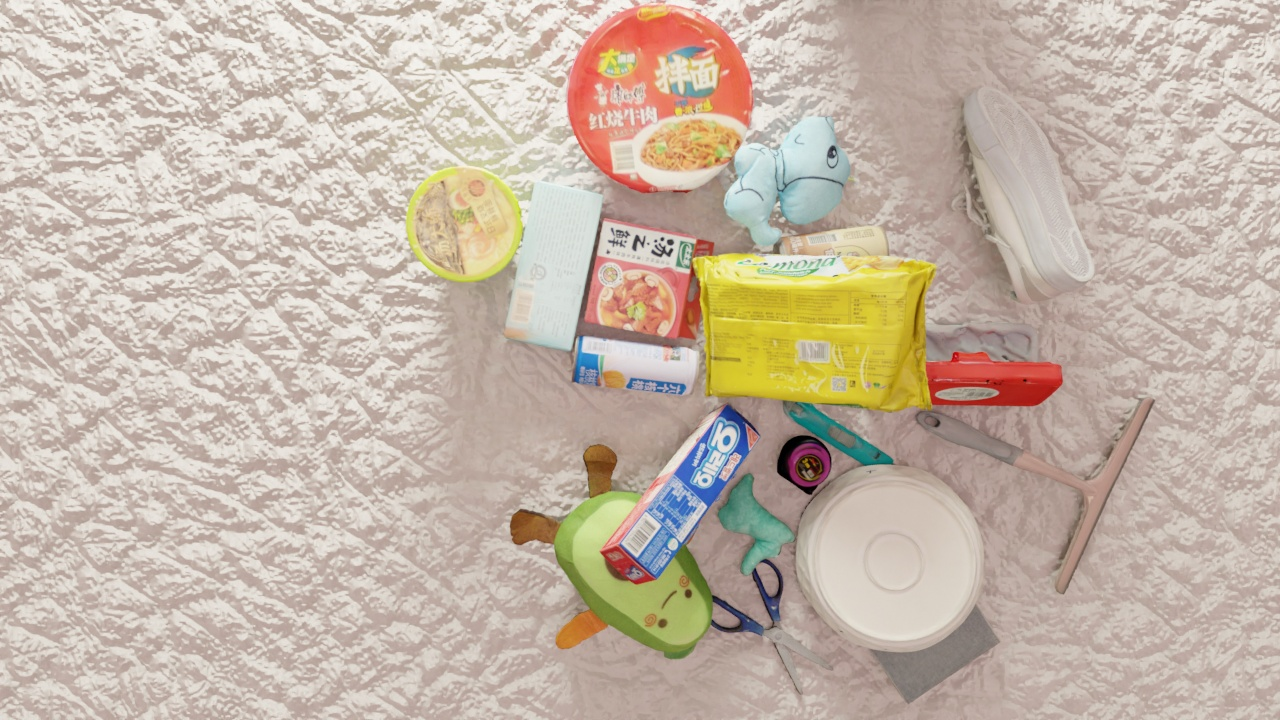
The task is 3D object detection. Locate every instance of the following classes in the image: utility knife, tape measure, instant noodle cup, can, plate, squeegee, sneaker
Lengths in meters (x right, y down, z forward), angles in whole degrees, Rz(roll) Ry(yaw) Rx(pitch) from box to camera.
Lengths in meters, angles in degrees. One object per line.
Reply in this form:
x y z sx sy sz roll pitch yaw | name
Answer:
0.236 0.092 1.031 0.187 0.013 0.029 32 99 -5 | utility knife
0.182 0.112 1.019 0.057 0.039 0.058 32 97 -5 | tape measure
0.018 -0.270 0.970 0.194 0.066 0.194 0 93 -3 | instant noodle cup
-0.006 0.006 0.994 0.134 0.053 0.053 7 94 -3 | can
0.273 0.217 1.001 0.205 0.045 0.205 -1 86 7 | plate
0.427 0.111 1.030 0.249 0.040 0.247 23 93 -3 | squeegee
0.398 -0.175 0.995 0.089 0.091 0.242 -9 75 -31 | sneaker
0.205 -0.111 0.993 0.116 0.058 0.058 -7 94 -2 | can
-0.172 -0.137 0.942 0.111 0.123 0.112 0 96 -2 | instant noodle cup

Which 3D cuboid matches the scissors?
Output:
0.143 0.304 1.044 0.163 0.012 0.162 -1 94 -3 | scissors

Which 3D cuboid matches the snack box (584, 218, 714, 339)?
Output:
0.011 -0.086 0.993 0.127 0.044 0.113 10 94 -4 | snack box

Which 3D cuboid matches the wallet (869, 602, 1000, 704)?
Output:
0.328 0.313 1.041 0.130 0.037 0.106 -34 103 2 | wallet

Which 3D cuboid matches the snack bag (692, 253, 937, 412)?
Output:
0.173 -0.026 0.938 0.247 0.068 0.158 4 108 24 | snack bag

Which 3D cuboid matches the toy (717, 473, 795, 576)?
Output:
0.127 0.188 1.024 0.092 0.030 0.096 36 83 -2 | toy

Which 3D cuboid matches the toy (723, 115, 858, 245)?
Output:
0.164 -0.193 0.977 0.156 0.050 0.161 15 85 -28 | toy

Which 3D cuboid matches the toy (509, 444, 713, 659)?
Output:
-0.014 0.218 0.991 0.227 0.090 0.246 -45 91 -4 | toy

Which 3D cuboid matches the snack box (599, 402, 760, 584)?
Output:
0.045 0.136 0.958 0.057 0.058 0.207 43 61 -4 | snack box

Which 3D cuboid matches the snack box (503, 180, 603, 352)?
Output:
-0.093 -0.100 0.984 0.074 0.051 0.175 12 94 -5 | snack box

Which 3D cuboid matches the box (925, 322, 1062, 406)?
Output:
0.344 -0.003 1.007 0.201 0.095 0.098 0 65 -1 | box
